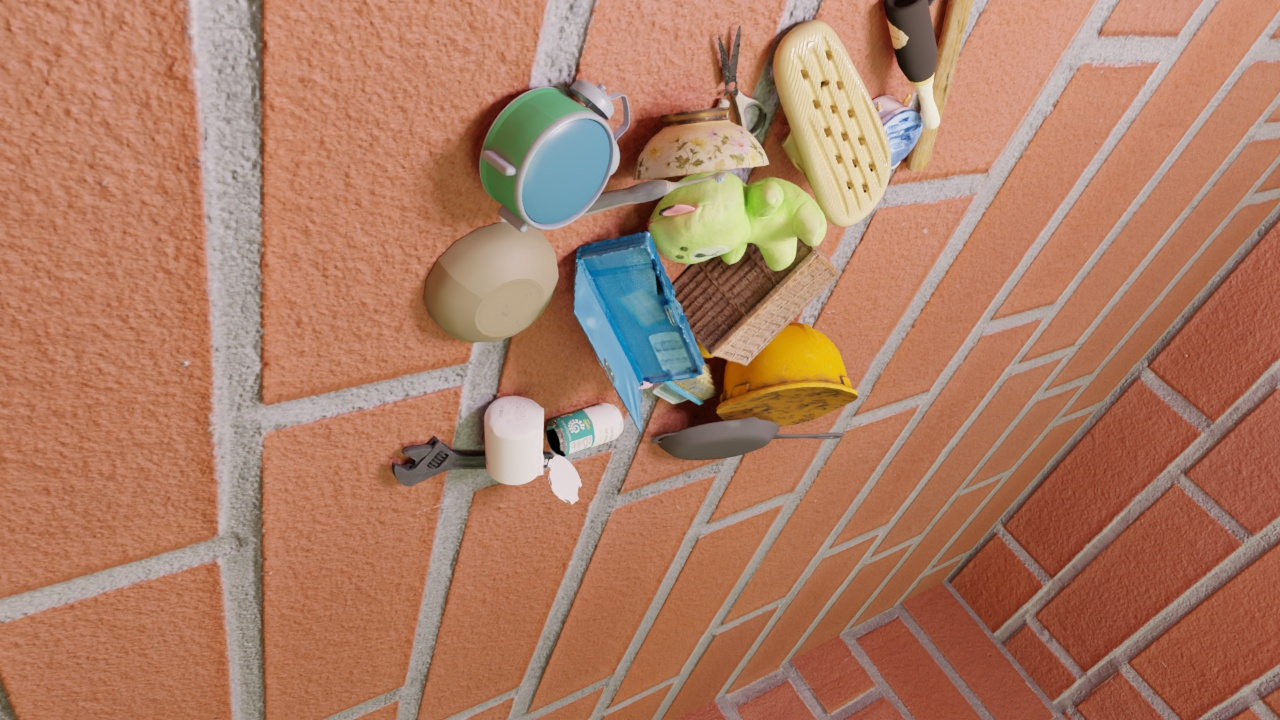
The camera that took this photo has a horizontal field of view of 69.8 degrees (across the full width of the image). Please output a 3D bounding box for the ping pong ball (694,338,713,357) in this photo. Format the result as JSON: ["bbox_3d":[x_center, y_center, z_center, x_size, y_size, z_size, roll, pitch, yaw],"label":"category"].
[{"bbox_3d":[0.096,-0.024,1.301,0.040,0.040,0.040,-25,147,-18],"label":"ping pong ball"}]

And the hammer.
[{"bbox_3d":[0.375,-0.365,1.139,0.132,0.033,0.331,-29,148,-16],"label":"hammer"}]

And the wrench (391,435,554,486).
[{"bbox_3d":[-0.214,0.134,1.223,0.272,0.018,0.073,7,119,-51],"label":"wrench"}]

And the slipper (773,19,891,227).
[{"bbox_3d":[0.211,-0.275,1.058,0.111,0.079,0.261,-38,130,-4],"label":"slipper"}]

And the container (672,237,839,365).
[{"bbox_3d":[0.147,-0.098,1.185,0.199,0.113,0.112,-44,153,15],"label":"container"}]

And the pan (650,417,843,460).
[{"bbox_3d":[0.183,0.133,1.488,0.354,0.024,0.217,1,160,-25],"label":"pan"}]

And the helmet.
[{"bbox_3d":[0.211,0.012,1.368,0.205,0.131,0.256,-4,165,-2],"label":"helmet"}]

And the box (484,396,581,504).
[{"bbox_3d":[-0.134,0.120,1.185,0.136,0.084,0.147,3,132,-8],"label":"box"}]

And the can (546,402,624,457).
[{"bbox_3d":[-0.077,0.095,1.273,0.101,0.055,0.055,-17,143,-29],"label":"can"}]

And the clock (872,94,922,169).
[{"bbox_3d":[0.304,-0.276,1.165,0.088,0.052,0.126,-19,144,-27],"label":"clock"}]

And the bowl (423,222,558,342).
[{"bbox_3d":[-0.151,-0.072,0.985,0.152,0.050,0.153,-25,147,-18],"label":"bowl"}]

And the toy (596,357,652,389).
[{"bbox_3d":[-0.007,0.007,1.224,0.099,0.052,0.096,-22,131,-14],"label":"toy"}]

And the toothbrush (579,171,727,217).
[{"bbox_3d":[0.001,-0.177,0.970,0.185,0.022,0.024,-14,141,-1],"label":"toothbrush"}]

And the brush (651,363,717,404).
[{"bbox_3d":[0.049,0.024,1.308,0.075,0.055,0.135,-23,153,21],"label":"brush"}]

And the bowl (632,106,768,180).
[{"bbox_3d":[0.058,-0.226,0.949,0.145,0.145,0.063,-16,105,-31],"label":"bowl"}]

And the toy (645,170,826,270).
[{"bbox_3d":[0.100,-0.164,1.047,0.196,0.107,0.150,11,162,-14],"label":"toy"}]

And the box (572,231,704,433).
[{"bbox_3d":[0.002,-0.025,1.073,0.094,0.112,0.232,-10,137,15],"label":"box"}]

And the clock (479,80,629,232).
[{"bbox_3d":[-0.075,-0.203,0.876,0.161,0.075,0.122,-39,150,-21],"label":"clock"}]

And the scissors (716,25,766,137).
[{"bbox_3d":[0.103,-0.286,0.991,0.150,0.012,0.165,-6,137,-41],"label":"scissors"}]

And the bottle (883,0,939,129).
[{"bbox_3d":[0.323,-0.343,1.065,0.045,0.045,0.184,-36,136,-2],"label":"bottle"}]
